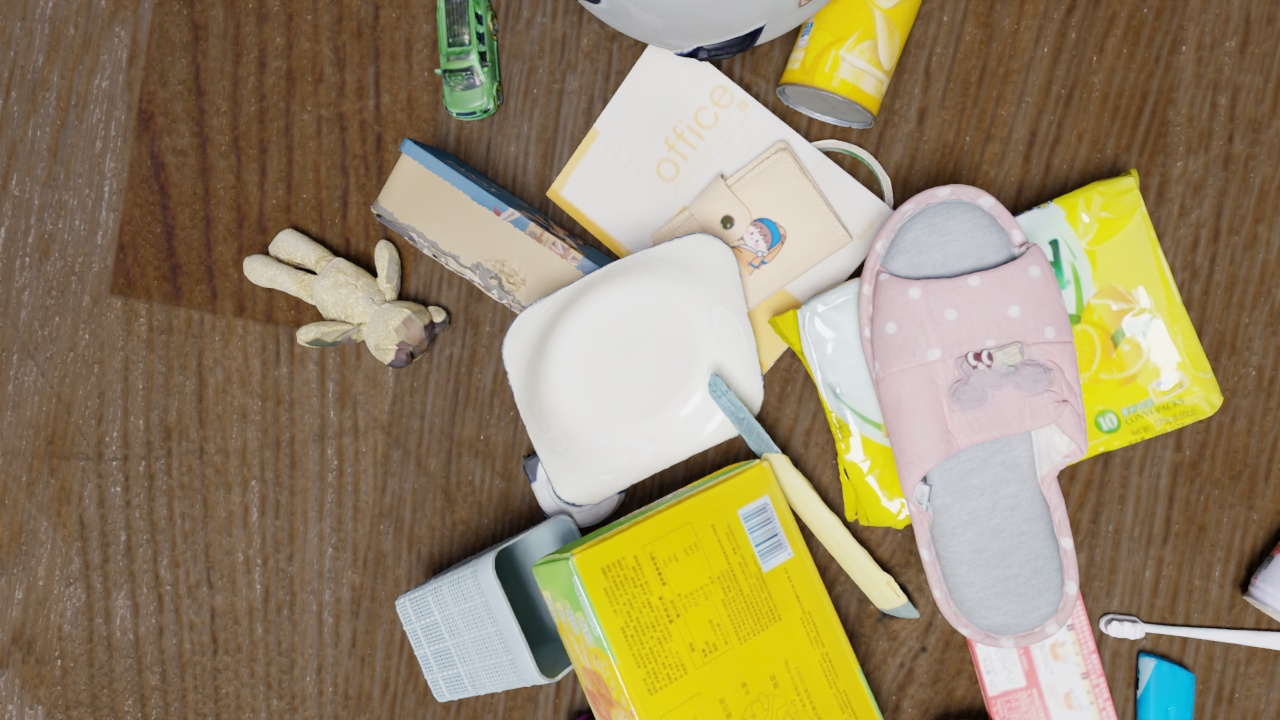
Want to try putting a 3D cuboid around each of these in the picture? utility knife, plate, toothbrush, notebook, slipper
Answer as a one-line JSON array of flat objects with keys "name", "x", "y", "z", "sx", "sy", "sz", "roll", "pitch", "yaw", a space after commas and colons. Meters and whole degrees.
[{"name": "utility knife", "x": 0.111, "y": 0.094, "z": 0.611, "sx": 0.216, "sy": 0.022, "sz": 0.031, "roll": 47, "pitch": 135, "yaw": -9}, {"name": "plate", "x": -0.004, "y": 0.003, "z": 0.597, "sx": 0.164, "sy": 0.034, "sz": 0.164, "roll": -24, "pitch": 124, "yaw": -12}, {"name": "toothbrush", "x": 0.391, "y": 0.178, "z": 0.585, "sx": 0.180, "sy": 0.016, "sz": 0.016, "roll": 3, "pitch": 93, "yaw": 10}, {"name": "utility knife", "x": 0.334, "y": 0.300, "z": 0.593, "sx": 0.034, "sy": 0.018, "sz": 0.218, "roll": 3, "pitch": 90, "yaw": 8}, {"name": "notebook", "x": 0.051, "y": -0.108, "z": 0.632, "sx": 0.206, "sy": 0.010, "sz": 0.146, "roll": 41, "pitch": 109, "yaw": 7}, {"name": "slipper", "x": 0.195, "y": 0.035, "z": 0.530, "sx": 0.114, "sy": 0.054, "sz": 0.274, "roll": -9, "pitch": 92, "yaw": 9}]

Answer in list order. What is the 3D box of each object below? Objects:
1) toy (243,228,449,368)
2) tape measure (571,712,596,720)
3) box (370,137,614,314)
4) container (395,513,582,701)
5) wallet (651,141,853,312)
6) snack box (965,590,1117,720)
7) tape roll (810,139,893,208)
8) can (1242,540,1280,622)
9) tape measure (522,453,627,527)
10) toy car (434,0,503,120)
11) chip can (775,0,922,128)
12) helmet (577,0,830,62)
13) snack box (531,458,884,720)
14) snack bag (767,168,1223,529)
[{"name": "toy", "x": -0.219, "y": -0.046, "z": 0.672, "sx": 0.157, "sy": 0.066, "sz": 0.104, "roll": 29, "pitch": 53, "yaw": 12}, {"name": "tape measure", "x": -0.027, "y": 0.267, "z": 0.638, "sx": 0.057, "sy": 0.057, "sz": 0.039, "roll": -7, "pitch": 88, "yaw": 12}, {"name": "box", "x": -0.099, "y": -0.084, "z": 0.632, "sx": 0.184, "sy": 0.089, "sz": 0.062, "roll": 35, "pitch": 100, "yaw": 4}, {"name": "container", "x": -0.094, "y": 0.170, "z": 0.620, "sx": 0.112, "sy": 0.089, "sz": 0.090, "roll": -26, "pitch": 86, "yaw": 32}, {"name": "wallet", "x": 0.069, "y": -0.083, "z": 0.612, "sx": 0.115, "sy": 0.024, "sz": 0.087, "roll": -35, "pitch": 87, "yaw": 22}, {"name": "snack box", "x": 0.263, "y": 0.210, "z": 0.603, "sx": 0.075, "sy": 0.025, "sz": 0.153, "roll": -16, "pitch": 88, "yaw": 9}, {"name": "tape roll", "x": 0.128, "y": -0.107, "z": 0.630, "sx": 0.086, "sy": 0.014, "sz": 0.086, "roll": 0, "pitch": 90, "yaw": 10}, {"name": "can", "x": 0.432, "y": 0.106, "z": 0.558, "sx": 0.053, "sy": 0.053, "sz": 0.134, "roll": 35, "pitch": 96, "yaw": 8}, {"name": "tape measure", "x": -0.043, "y": 0.085, "z": 0.651, "sx": 0.066, "sy": 0.033, "sz": 0.066, "roll": -25, "pitch": 84, "yaw": 11}, {"name": "toy car", "x": -0.126, "y": -0.221, "z": 0.664, "sx": 0.043, "sy": 0.036, "sz": 0.091, "roll": -5, "pitch": 93, "yaw": 8}, {"name": "chip can", "x": 0.159, "y": -0.264, "z": 0.596, "sx": 0.072, "sy": 0.072, "sz": 0.213, "roll": 22, "pitch": 95, "yaw": 9}, {"name": "helmet", "x": 0.039, "y": -0.282, "z": 0.559, "sx": 0.230, "sy": 0.157, "sz": 0.274, "roll": -36, "pitch": 60, "yaw": -1}, {"name": "snack box", "x": 0.046, "y": 0.189, "z": 0.579, "sx": 0.157, "sy": 0.070, "sz": 0.210, "roll": -22, "pitch": 86, "yaw": -29}, {"name": "snack bag", "x": 0.224, "y": -0.003, "z": 0.585, "sx": 0.247, "sy": 0.068, "sz": 0.158, "roll": -22, "pitch": 89, "yaw": 8}]
